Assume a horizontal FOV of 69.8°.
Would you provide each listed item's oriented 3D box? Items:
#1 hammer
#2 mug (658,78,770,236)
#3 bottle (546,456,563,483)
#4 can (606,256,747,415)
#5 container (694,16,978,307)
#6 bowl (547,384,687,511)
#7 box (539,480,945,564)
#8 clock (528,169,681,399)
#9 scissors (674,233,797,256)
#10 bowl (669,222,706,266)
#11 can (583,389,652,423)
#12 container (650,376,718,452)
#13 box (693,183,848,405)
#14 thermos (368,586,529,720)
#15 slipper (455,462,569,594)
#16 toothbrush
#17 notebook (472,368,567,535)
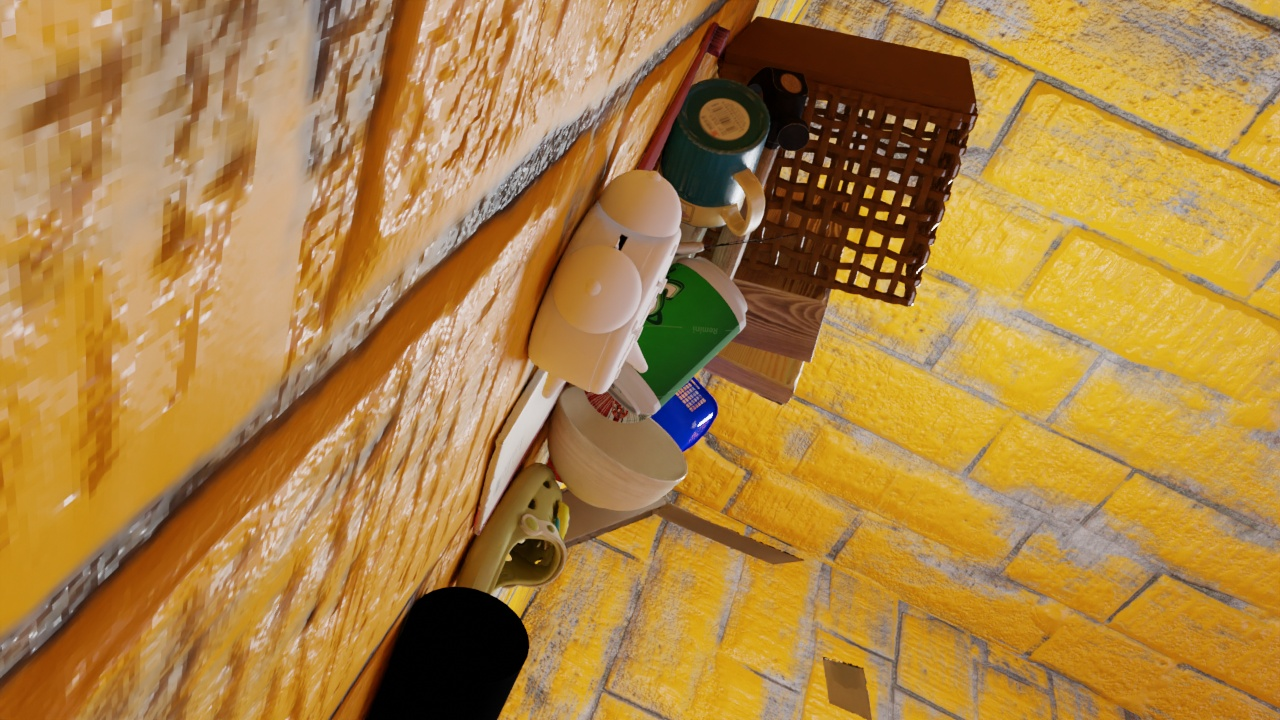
[{"bbox_3d":[0.098,-0.141,0.908,0.306,0.040,0.132,108,-13,-46],"label":"hammer"},{"bbox_3d":[0.069,-0.164,0.782,0.083,0.113,0.107,-25,162,-19],"label":"mug"},{"bbox_3d":[-0.054,0.056,1.024,0.062,0.062,0.176,112,4,-60],"label":"bottle"},{"bbox_3d":[0.024,-0.022,0.831,0.139,0.088,0.088,-43,174,-10],"label":"can"},{"bbox_3d":[0.208,-0.228,1.010,0.219,0.252,0.215,-61,164,-57],"label":"container"},{"bbox_3d":[-0.035,0.099,0.923,0.075,0.151,0.150,-57,180,17],"label":"bowl"},{"bbox_3d":[0.094,0.180,1.072,0.166,0.478,0.119,107,-15,-76],"label":"box"},{"bbox_3d":[-0.016,-0.041,0.605,0.161,0.073,0.125,112,4,-63],"label":"clock"},{"bbox_3d":[0.050,-0.102,0.825,0.154,0.162,0.012,2,-78,59],"label":"scissors"},{"bbox_3d":[0.024,-0.113,0.925,0.117,0.061,0.117,31,85,-88],"label":"bowl"},{"bbox_3d":[-0.006,0.005,0.947,0.116,0.086,0.087,-58,174,-72],"label":"can"},{"bbox_3d":[0.025,0.067,1.079,0.058,0.096,0.114,-32,166,-47],"label":"container"},{"bbox_3d":[0.132,-0.118,1.214,0.278,0.245,0.168,-62,168,-48],"label":"box"},{"bbox_3d":[-0.155,0.268,0.670,0.086,0.086,0.199,-60,175,-65],"label":"thermos"},{"bbox_3d":[-0.103,0.163,0.842,0.190,0.081,0.092,-53,166,-68],"label":"slipper"},{"bbox_3d":[0.024,-0.182,0.705,0.016,0.016,0.189,111,5,-76],"label":"toothbrush"},{"bbox_3d":[-0.078,0.028,0.751,0.208,0.012,0.153,-62,178,-39],"label":"notebook"}]
